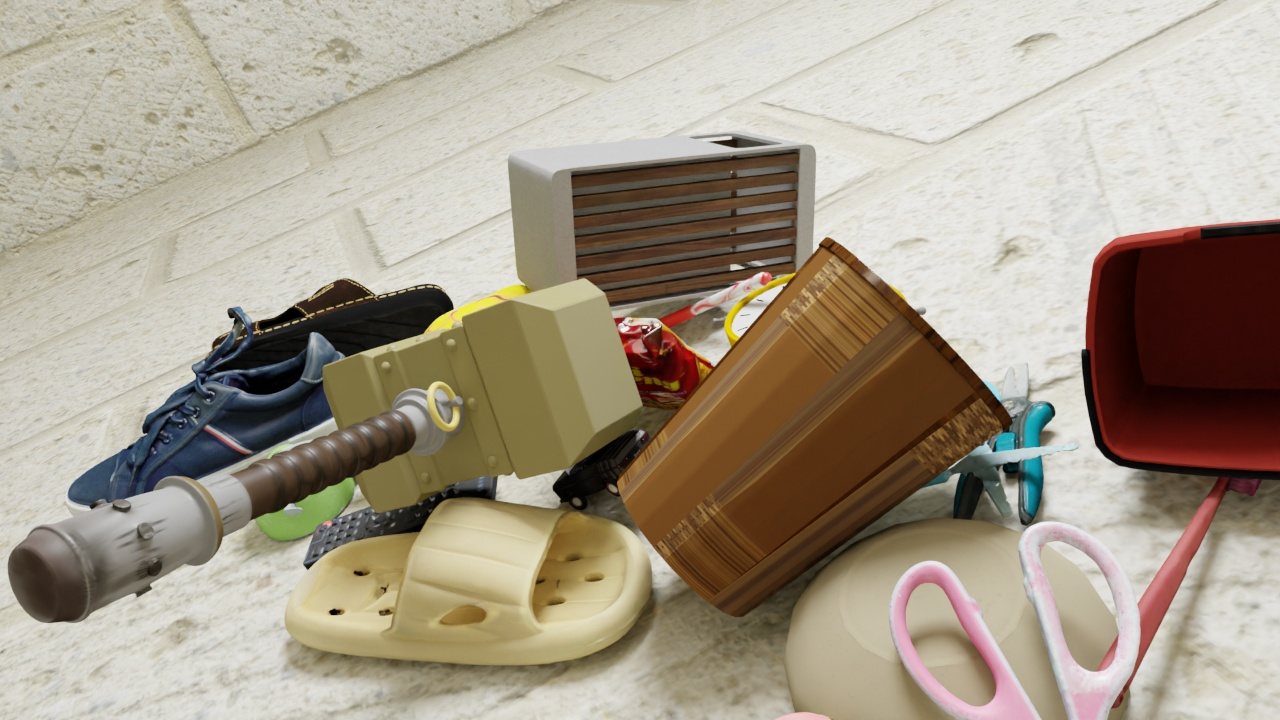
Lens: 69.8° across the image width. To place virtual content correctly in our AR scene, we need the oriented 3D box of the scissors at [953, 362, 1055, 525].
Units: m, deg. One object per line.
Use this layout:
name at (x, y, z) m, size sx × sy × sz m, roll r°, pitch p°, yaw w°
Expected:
scissors at (0.215, 0.048, 0.526) m, size 0.127 × 0.019 × 0.142 m, roll -31°, pitch 23°, yaw -4°

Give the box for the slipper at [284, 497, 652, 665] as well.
slipper at (-0.119, 0.124, 0.569) m, size 0.262 × 0.079 × 0.111 m, roll -9°, pitch 28°, yaw 23°

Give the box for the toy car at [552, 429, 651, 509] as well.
toy car at (-0.027, 0.069, 0.612) m, size 0.040 × 0.037 × 0.093 m, roll -47°, pitch 10°, yaw -36°

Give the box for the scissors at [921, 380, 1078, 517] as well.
scissors at (0.173, 0.056, 0.521) m, size 0.134 × 0.015 × 0.135 m, roll -30°, pitch 15°, yaw 17°

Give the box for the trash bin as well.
trash bin at (0.018, -0.122, 0.776) m, size 0.228 × 0.114 × 0.114 m, roll -11°, pitch 23°, yaw -21°

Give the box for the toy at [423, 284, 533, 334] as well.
toy at (-0.149, 0.014, 0.765) m, size 0.135 × 0.087 × 0.193 m, roll -27°, pitch 21°, yaw 26°

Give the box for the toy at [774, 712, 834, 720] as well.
toy at (0.045, 0.188, 0.372) m, size 0.110 × 0.051 × 0.090 m, roll -34°, pitch 32°, yaw -11°

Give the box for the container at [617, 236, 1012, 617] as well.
container at (0.082, 0.042, 0.483) m, size 0.167 × 0.132 × 0.132 m, roll -44°, pitch 28°, yaw 9°

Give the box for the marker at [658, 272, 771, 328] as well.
marker at (0.052, -0.045, 0.747) m, size 0.143 × 0.013 × 0.012 m, roll -22°, pitch 20°, yaw 47°

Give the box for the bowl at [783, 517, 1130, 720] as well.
bowl at (0.136, 0.123, 0.420) m, size 0.152 × 0.050 × 0.152 m, roll -17°, pitch 29°, yaw 10°

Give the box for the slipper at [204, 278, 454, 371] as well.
slipper at (-0.322, -0.030, 0.938) m, size 0.268 × 0.113 × 0.075 m, roll -19°, pitch 56°, yaw 2°

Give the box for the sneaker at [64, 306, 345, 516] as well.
sneaker at (-0.404, 0.049, 0.840) m, size 0.294 × 0.127 × 0.120 m, roll -24°, pitch 31°, yaw 1°

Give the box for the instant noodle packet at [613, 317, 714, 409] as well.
instant noodle packet at (-0.004, 0.004, 0.650) m, size 0.099 × 0.135 × 0.039 m, roll 5°, pitch 75°, yaw 26°

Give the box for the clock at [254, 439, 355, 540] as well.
clock at (-0.276, 0.100, 0.749) m, size 0.094 × 0.042 × 0.119 m, roll -11°, pitch 31°, yaw 18°

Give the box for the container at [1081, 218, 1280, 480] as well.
container at (0.286, -0.009, 0.423) m, size 0.148 × 0.127 × 0.200 m, roll -1°, pitch 12°, yaw 32°

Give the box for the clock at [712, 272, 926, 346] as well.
clock at (0.128, -0.024, 0.676) m, size 0.113 × 0.052 × 0.152 m, roll -34°, pitch 27°, yaw -21°

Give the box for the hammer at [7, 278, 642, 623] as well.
hammer at (-0.155, 0.049, 0.481) m, size 0.191 × 0.100 × 0.324 m, roll -16°, pitch 5°, yaw 29°

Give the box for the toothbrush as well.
toothbrush at (0.245, 0.091, 0.410) m, size 0.016 × 0.016 × 0.189 m, roll 19°, pitch 39°, yaw 41°

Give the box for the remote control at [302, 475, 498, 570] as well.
remote control at (-0.172, 0.118, 0.672) m, size 0.150 × 0.022 × 0.047 m, roll -19°, pitch 29°, yaw 8°

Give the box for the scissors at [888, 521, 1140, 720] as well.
scissors at (0.172, 0.140, 0.336) m, size 0.103 × 0.016 × 0.178 m, roll -29°, pitch 54°, yaw 4°
